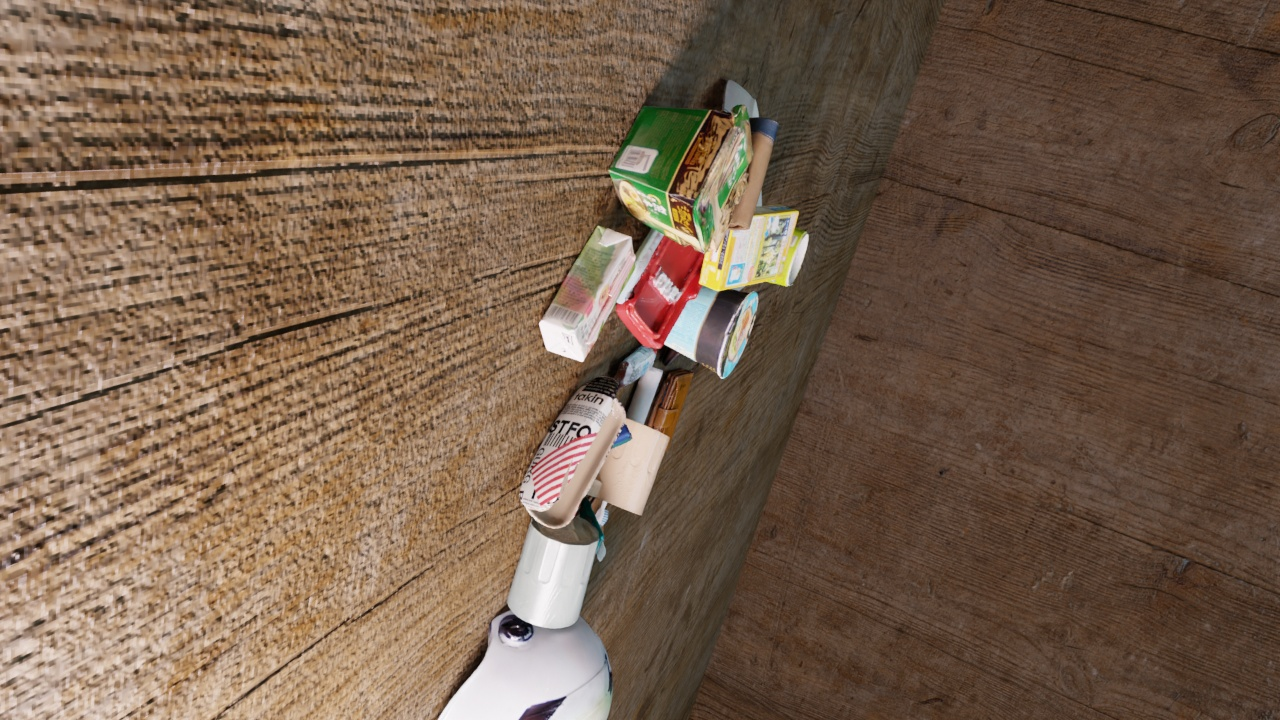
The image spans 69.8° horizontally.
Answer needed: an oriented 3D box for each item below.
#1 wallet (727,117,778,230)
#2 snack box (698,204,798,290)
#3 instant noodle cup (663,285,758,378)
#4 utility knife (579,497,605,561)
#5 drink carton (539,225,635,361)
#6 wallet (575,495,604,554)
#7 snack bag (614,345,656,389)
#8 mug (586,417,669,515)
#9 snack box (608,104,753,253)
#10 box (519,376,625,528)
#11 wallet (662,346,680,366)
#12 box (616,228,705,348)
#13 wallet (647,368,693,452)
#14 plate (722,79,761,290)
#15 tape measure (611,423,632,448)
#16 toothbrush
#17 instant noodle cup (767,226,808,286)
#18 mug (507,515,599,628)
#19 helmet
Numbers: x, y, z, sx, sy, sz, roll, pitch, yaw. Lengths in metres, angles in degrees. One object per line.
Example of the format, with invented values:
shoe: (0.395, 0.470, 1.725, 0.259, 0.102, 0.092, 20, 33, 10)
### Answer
wallet: (0.100, -0.195, 0.965, 0.033, 0.090, 0.115, 14, 90, -30)
snack box: (0.127, -0.133, 1.065, 0.140, 0.034, 0.087, -14, 123, -47)
instant noodle cup: (0.066, -0.050, 1.112, 0.111, 0.120, 0.111, -55, 158, -35)
utility knife: (-0.057, 0.199, 1.086, 0.185, 0.013, 0.029, -142, -106, -76)
drink carton: (-0.046, -0.064, 0.868, 0.122, 0.045, 0.054, -61, 161, -25)
wallet: (-0.076, 0.236, 1.209, 0.101, 0.020, 0.115, -54, 156, -45)
snack bag: (-0.007, 0.007, 1.119, 0.105, 0.026, 0.045, -39, 156, -57)
mug: (-0.030, 0.122, 1.125, 0.124, 0.084, 0.103, 30, 79, -47)
snack box: (0.036, -0.179, 0.878, 0.118, 0.106, 0.117, -65, 161, -16)
box: (-0.062, 0.098, 0.968, 0.086, 0.076, 0.161, 46, 60, -39)
wallet: (0.068, -0.050, 1.234, 0.096, 0.020, 0.122, -61, -175, -22)
box: (0.033, -0.128, 1.021, 0.200, 0.069, 0.158, -61, 154, -28)
wallet: (0.036, 0.078, 1.347, 0.119, 0.035, 0.131, -20, 129, -76)
plate: (0.126, -0.207, 1.119, 0.161, 0.034, 0.266, -74, 162, -49)
tape measure: (-0.043, 0.079, 1.041, 0.058, 0.054, 0.025, -20, 146, -9)
toothbrush: (-0.020, 0.113, 1.198, 0.026, 0.027, 0.221, 21, 88, -43)
instant noodle cup: (0.165, -0.158, 1.282, 0.111, 0.123, 0.112, -58, 161, -33)
mug: (-0.098, 0.225, 1.040, 0.124, 0.083, 0.103, -107, -148, -72)
helmet: (-0.119, 0.407, 1.060, 0.258, 0.146, 0.229, -27, 136, -66)
